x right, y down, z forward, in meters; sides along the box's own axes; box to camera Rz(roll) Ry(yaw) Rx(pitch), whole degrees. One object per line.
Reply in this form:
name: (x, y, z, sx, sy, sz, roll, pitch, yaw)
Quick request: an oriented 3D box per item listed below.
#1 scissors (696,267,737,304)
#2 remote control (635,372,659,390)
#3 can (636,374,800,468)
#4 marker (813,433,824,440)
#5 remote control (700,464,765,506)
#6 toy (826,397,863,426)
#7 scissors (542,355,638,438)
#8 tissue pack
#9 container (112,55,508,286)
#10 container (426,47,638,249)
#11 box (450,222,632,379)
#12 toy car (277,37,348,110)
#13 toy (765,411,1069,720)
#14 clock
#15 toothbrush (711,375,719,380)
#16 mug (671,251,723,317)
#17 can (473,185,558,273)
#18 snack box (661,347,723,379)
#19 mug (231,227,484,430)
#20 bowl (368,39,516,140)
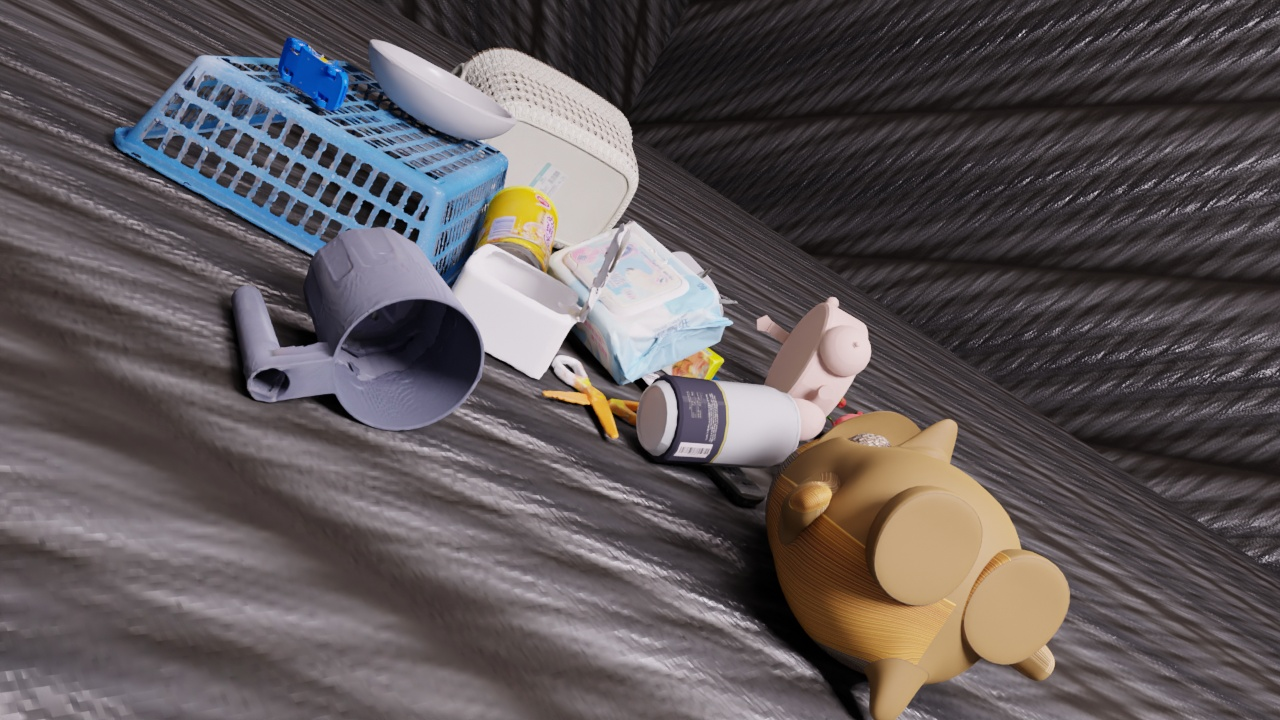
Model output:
scissors: (0.022, -0.075, 1.042, 0.173, 0.014, 0.141, 16, 44, 10)
remote control: (-0.005, 0.005, 0.845, 0.028, 0.012, 0.124, 17, 21, -42)
can: (0.064, 0.048, 0.698, 0.127, 0.064, 0.064, 7, 26, -26)
marker: (0.191, 0.104, 0.884, 0.025, 0.025, 0.125, 28, 16, -13)
remote control: (0.050, 0.071, 0.741, 0.033, 0.013, 0.136, 15, 23, -44)
toy: (0.235, 0.091, 0.970, 0.084, 0.046, 0.103, 47, 12, -42)
scissors: (-0.038, 0.027, 0.718, 0.127, 0.011, 0.125, 40, 16, 33)
tissue pack: (-0.009, -0.055, 0.838, 0.112, 0.070, 0.182, -23, 41, -20)
container: (-0.248, -0.183, 0.826, 0.257, 0.089, 0.361, 29, 16, -8)
container: (-0.120, -0.238, 1.085, 0.246, 0.185, 0.142, 21, 29, -32)
box: (-0.070, -0.068, 0.720, 0.126, 0.137, 0.108, 28, 18, -7)
toy car: (-0.245, -0.226, 0.721, 0.092, 0.033, 0.061, 37, 24, 20)
toy: (0.153, 0.108, 0.585, 0.198, 0.162, 0.203, 35, 4, -16)
clock: (0.173, 0.002, 0.964, 0.086, 0.131, 0.160, 27, 17, -13)
toothbrush: (0.107, 0.053, 0.904, 0.014, 0.014, 0.167, 30, 11, -50)
mug: (0.043, -0.075, 1.092, 0.107, 0.071, 0.089, -4, 42, -37)
can: (-0.113, -0.106, 0.829, 0.067, 0.068, 0.104, 26, 35, -17)
snack box: (0.012, -0.025, 0.917, 0.148, 0.040, 0.028, 36, 16, 18)
mug: (-0.164, -0.019, 0.524, 0.123, 0.084, 0.104, -9, 34, -25)
bowl: (-0.192, -0.246, 0.867, 0.149, 0.043, 0.149, 29, 16, -9)
